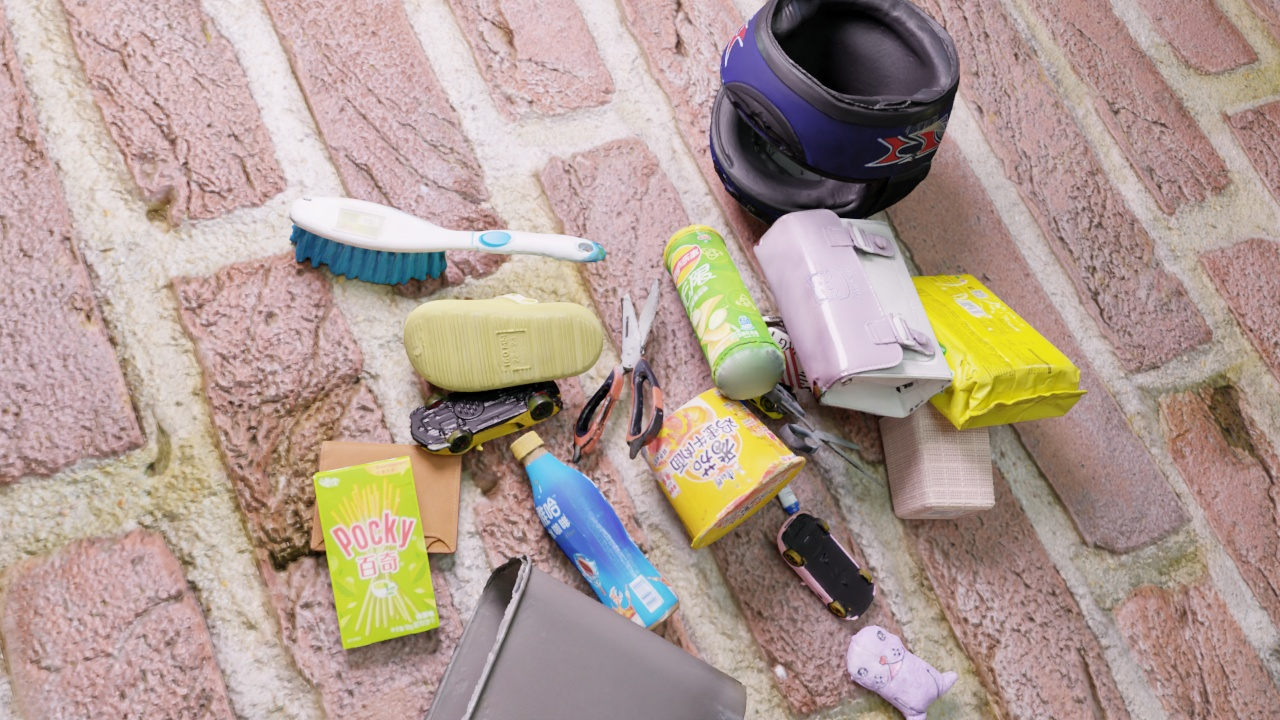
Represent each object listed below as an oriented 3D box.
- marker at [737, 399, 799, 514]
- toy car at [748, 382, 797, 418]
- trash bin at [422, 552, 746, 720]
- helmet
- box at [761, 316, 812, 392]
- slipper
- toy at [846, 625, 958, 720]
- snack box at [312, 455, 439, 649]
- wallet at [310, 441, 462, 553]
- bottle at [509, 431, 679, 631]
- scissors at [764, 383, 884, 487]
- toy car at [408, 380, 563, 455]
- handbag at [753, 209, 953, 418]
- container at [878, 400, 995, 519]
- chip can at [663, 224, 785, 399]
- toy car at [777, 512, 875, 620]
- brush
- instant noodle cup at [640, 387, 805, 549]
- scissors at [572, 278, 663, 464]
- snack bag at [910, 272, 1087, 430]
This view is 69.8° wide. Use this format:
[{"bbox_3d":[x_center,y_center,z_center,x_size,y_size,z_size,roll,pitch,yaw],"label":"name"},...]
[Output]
[{"bbox_3d":[0.129,0.095,0.972,0.016,0.017,0.145,-21,75,-21],"label":"marker"},{"bbox_3d":[0.123,0.018,0.989,0.105,0.032,0.048,51,44,7],"label":"toy car"},{"bbox_3d":[-0.053,0.296,0.758,0.219,0.199,0.198,26,66,-10],"label":"trash bin"},{"bbox_3d":[0.188,-0.256,0.994,0.247,0.241,0.314,45,47,12],"label":"helmet"},{"bbox_3d":[0.182,-0.017,0.987,0.163,0.075,0.080,16,40,-22],"label":"box"},{"bbox_3d":[-0.132,-0.022,0.898,0.190,0.081,0.092,-1,108,-3],"label":"slipper"},{"bbox_3d":[0.249,0.311,0.904,0.108,0.039,0.083,39,71,2],"label":"toy"},{"bbox_3d":[-0.235,0.169,0.818,0.085,0.026,0.156,-10,90,-13],"label":"snack box"},{"bbox_3d":[-0.236,0.129,0.861,0.131,0.031,0.107,4,67,-11],"label":"wallet"},{"bbox_3d":[-0.051,0.163,0.875,0.065,0.065,0.218,-34,79,-23],"label":"bottle"},{"bbox_3d":[0.181,0.075,0.940,0.014,0.180,0.159,-47,68,19],"label":"scissors"},{"bbox_3d":[-0.152,0.049,0.901,0.155,0.041,0.071,-22,48,-24],"label":"toy car"},{"bbox_3d":[0.212,-0.051,0.926,0.144,0.099,0.196,2,57,-27],"label":"handbag"},{"bbox_3d":[0.316,0.109,0.976,0.090,0.090,0.110,3,71,-13],"label":"container"},{"bbox_3d":[0.082,-0.052,0.935,0.072,0.073,0.221,-2,40,-15],"label":"chip can"},{"bbox_3d":[0.186,0.209,0.932,0.056,0.037,0.122,-43,96,-22],"label":"toy car"},{"bbox_3d":[-0.198,-0.114,0.923,0.314,0.110,0.060,11,64,-9],"label":"brush"},{"bbox_3d":[0.075,0.100,0.898,0.137,0.138,0.110,-30,70,-23],"label":"instant noodle cup"},{"bbox_3d":[-0.014,0.014,0.931,0.015,0.190,0.221,36,89,-34],"label":"scissors"},{"bbox_3d":[0.346,-0.023,0.990,0.157,0.068,0.246,-5,38,-24],"label":"snack bag"}]
